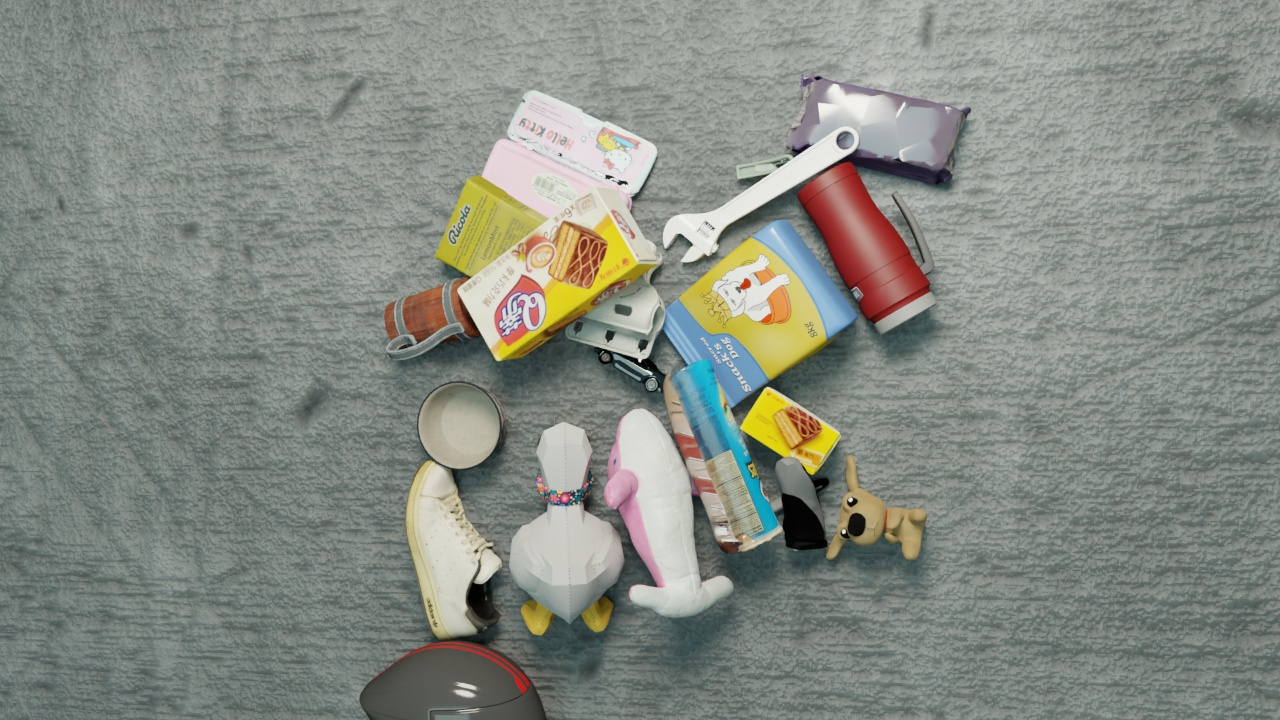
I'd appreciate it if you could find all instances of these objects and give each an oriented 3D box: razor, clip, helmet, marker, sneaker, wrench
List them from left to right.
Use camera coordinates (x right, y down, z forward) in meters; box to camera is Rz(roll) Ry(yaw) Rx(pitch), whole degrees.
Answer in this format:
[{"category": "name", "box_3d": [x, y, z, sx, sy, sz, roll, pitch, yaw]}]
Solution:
[{"category": "sneaker", "box_3d": [-0.236, 0.248, 1.203, 0.102, 0.088, 0.241, -7, 95, 19]}, {"category": "helmet", "box_3d": [-0.228, 0.448, 1.169, 0.265, 0.164, 0.170, 10, 94, 9]}, {"category": "clip", "box_3d": [-0.027, -0.087, 1.147, 0.126, 0.091, 0.151, 17, 88, 21]}, {"category": "wrench", "box_3d": [0.145, -0.204, 1.131, 0.274, 0.018, 0.066, -30, 90, 22]}, {"category": "clip", "box_3d": [0.158, -0.241, 1.152, 0.074, 0.035, 0.023, -7, 91, 16]}, {"category": "marker", "box_3d": [0.176, 0.183, 1.160, 0.139, 0.022, 0.016, -29, 92, 9]}, {"category": "razor", "box_3d": [0.190, 0.171, 1.104, 0.057, 0.060, 0.156, 11, 129, 31]}]

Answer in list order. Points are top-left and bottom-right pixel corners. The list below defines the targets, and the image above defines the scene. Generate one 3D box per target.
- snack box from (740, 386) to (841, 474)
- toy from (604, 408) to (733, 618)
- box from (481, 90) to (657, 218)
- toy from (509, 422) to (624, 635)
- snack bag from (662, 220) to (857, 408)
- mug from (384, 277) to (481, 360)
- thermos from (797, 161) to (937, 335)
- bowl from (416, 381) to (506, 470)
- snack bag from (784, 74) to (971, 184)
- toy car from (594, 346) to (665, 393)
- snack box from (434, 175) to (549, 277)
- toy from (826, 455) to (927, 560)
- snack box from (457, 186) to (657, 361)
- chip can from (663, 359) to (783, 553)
[{"category": "snack box", "box_3d": [0.184, 0.085, 1.125, 0.106, 0.083, 0.061, 33, 95, 9]}, {"category": "toy", "box_3d": [0.014, 0.194, 1.145, 0.128, 0.186, 0.265, -41, 56, 45]}, {"category": "box", "box_3d": [-0.095, -0.251, 1.189, 0.201, 0.044, 0.154, 26, 95, 10]}, {"category": "toy", "box_3d": [-0.092, 0.216, 1.134, 0.141, 0.246, 0.268, -1, 111, -6]}, {"category": "snack bag", "box_3d": [0.137, -0.051, 1.130, 0.206, 0.102, 0.159, -37, 85, 22]}, {"category": "mug", "box_3d": [-0.272, -0.047, 1.195, 0.111, 0.117, 0.081, -13, 125, 14]}, {"category": "thermos", "box_3d": [0.282, -0.140, 1.102, 0.108, 0.084, 0.198, -31, 84, 11]}, {"category": "bowl", "box_3d": [-0.230, 0.084, 1.214, 0.115, 0.059, 0.115, 0, 91, 10]}, {"category": "snack bag", "box_3d": [0.285, -0.282, 1.111, 0.205, 0.058, 0.096, 14, 95, 10]}, {"category": "toy car", "box_3d": [-0.007, 0.007, 1.178, 0.112, 0.046, 0.034, 31, 98, 7]}, {"category": "snack box", "box_3d": [-0.164, -0.143, 1.188, 0.181, 0.045, 0.121, 31, 115, 4]}, {"category": "toy", "box_3d": [0.287, 0.194, 1.107, 0.108, 0.105, 0.134, 13, 97, 21]}, {"category": "snack box", "box_3d": [-0.103, -0.101, 1.113, 0.231, 0.061, 0.110, -33, 83, 24]}, {"category": "chip can", "box_3d": [0.093, 0.116, 1.115, 0.080, 0.079, 0.229, -23, 85, 10]}]
